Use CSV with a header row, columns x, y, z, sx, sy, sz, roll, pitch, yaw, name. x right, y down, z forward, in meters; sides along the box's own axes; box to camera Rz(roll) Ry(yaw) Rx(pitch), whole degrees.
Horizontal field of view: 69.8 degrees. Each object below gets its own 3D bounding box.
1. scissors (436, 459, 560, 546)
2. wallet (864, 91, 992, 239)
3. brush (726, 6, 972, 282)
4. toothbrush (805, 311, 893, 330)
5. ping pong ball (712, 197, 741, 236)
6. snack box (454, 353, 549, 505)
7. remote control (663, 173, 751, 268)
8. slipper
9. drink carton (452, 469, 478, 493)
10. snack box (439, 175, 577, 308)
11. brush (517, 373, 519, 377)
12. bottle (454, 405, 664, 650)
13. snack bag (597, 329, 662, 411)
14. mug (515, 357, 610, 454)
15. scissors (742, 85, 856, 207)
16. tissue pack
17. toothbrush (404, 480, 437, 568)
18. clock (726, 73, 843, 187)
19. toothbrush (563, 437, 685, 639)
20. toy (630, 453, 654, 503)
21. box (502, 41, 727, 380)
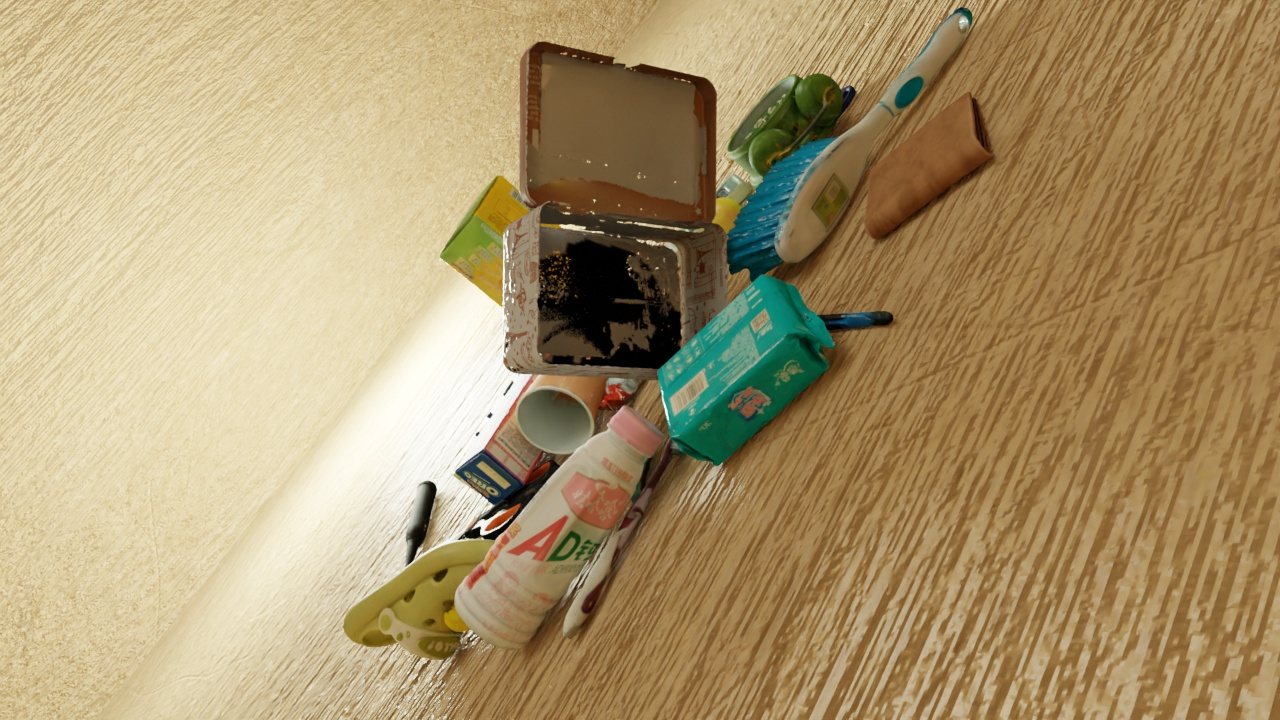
x,y,z,sx,sy,sz,roll,pitch,yaw,name
-0.150,0.159,0.938,0.148,0.021,0.235,-49,12,-23,scissors
0.215,-0.150,0.698,0.101,0.020,0.115,-38,19,34,wallet
0.187,-0.194,0.805,0.110,0.060,0.313,-7,43,56,brush
0.124,-0.028,0.676,0.016,0.014,0.190,-29,11,-23,toothbrush
0.087,-0.149,0.955,0.040,0.040,0.040,-43,19,19,ping pong ball
-0.120,0.059,0.962,0.057,0.058,0.206,-36,16,34,snack box
0.069,-0.154,1.040,0.135,0.019,0.056,-46,19,11,remote control
-0.176,0.219,0.794,0.191,0.091,0.081,-32,61,24,slipper
-0.156,0.090,1.032,0.122,0.045,0.054,-58,14,-26,drink carton
-0.120,-0.106,1.077,0.070,0.210,0.157,-43,18,22,snack box
-0.146,0.032,1.151,0.083,0.046,0.254,-15,42,53,brush
-0.056,0.122,0.688,0.197,0.068,0.068,-52,18,3,bottle
-0.005,0.005,0.884,0.105,0.026,0.045,-57,16,-25,snack bag
-0.071,0.028,0.924,0.078,0.078,0.122,-39,16,29,mug
0.166,-0.231,0.981,0.163,0.012,0.174,-40,22,29,scissors
0.072,0.005,0.652,0.134,0.050,0.093,-44,27,19,tissue pack
-0.269,0.207,1.096,0.027,0.026,0.212,-33,22,9,toothbrush
0.144,-0.228,0.910,0.116,0.056,0.161,-52,16,2,clock
-0.005,0.121,0.674,0.017,0.016,0.187,-5,46,51,toothbrush
-0.020,0.092,0.743,0.092,0.030,0.096,-44,30,20,toy
-0.018,-0.117,0.754,0.082,0.176,0.259,-9,80,60,box
